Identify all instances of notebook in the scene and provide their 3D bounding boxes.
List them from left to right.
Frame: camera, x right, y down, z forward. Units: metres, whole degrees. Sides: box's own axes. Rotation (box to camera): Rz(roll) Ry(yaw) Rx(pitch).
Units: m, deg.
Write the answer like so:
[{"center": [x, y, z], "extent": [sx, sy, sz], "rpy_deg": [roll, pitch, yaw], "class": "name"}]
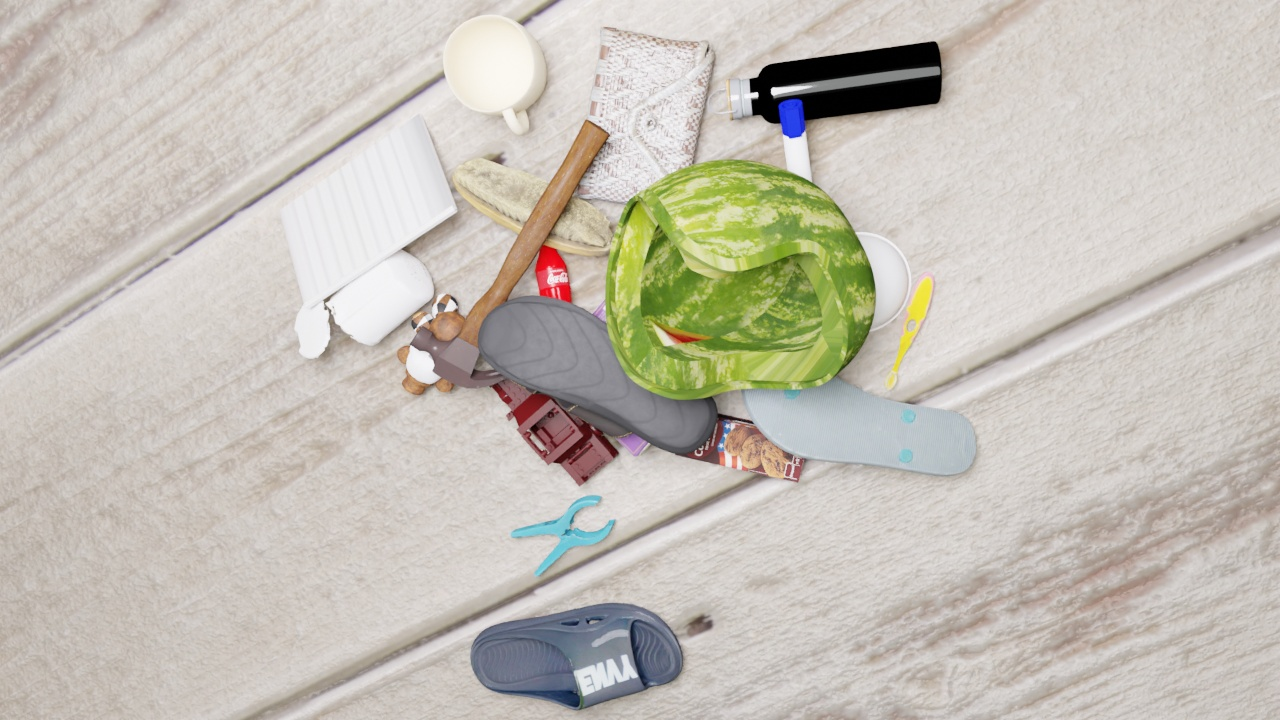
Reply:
[{"center": [-0.311, -0.168, 1.032], "extent": [0.210, 0.009, 0.142], "rpy_deg": [-30, 64, 13], "class": "notebook"}]

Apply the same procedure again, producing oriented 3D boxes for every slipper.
[{"center": [-0.086, 0.359, 1.097], "extent": [0.268, 0.083, 0.111], "rpy_deg": [-8, 98, 12], "class": "slipper"}, {"center": [-0.044, 0.015, 0.972], "extent": [0.268, 0.075, 0.113], "rpy_deg": [26, 93, 2], "class": "slipper"}, {"center": [0.230, 0.075, 0.994], "extent": [0.268, 0.055, 0.098], "rpy_deg": [16, 72, -6], "class": "slipper"}]

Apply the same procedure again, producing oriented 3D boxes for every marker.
[{"center": [0.163, -0.201, 0.947], "extent": [0.023, 0.027, 0.133], "rpy_deg": [-9, 127, 9], "class": "marker"}]

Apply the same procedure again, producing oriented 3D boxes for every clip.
[{"center": [-0.082, 0.218, 1.098], "extent": [0.127, 0.028, 0.113], "rpy_deg": [-39, 95, 14], "class": "clip"}]

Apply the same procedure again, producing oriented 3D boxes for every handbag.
[{"center": [0.003, -0.255, 0.983], "extent": [0.124, 0.047, 0.186], "rpy_deg": [12, 102, 7], "class": "handbag"}]

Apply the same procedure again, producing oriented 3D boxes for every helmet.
[{"center": [0.101, -0.084, 0.904], "extent": [0.247, 0.242, 0.214], "rpy_deg": [5, 131, -19], "class": "helmet"}]

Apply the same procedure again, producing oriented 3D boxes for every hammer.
[{"center": [-0.127, -0.107, 0.976], "extent": [0.115, 0.033, 0.323], "rpy_deg": [30, 109, -12], "class": "hammer"}]

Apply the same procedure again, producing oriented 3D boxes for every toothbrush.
[{"center": [0.291, -0.030, 0.995], "extent": [0.021, 0.016, 0.135], "rpy_deg": [18, 103, 10], "class": "toothbrush"}]

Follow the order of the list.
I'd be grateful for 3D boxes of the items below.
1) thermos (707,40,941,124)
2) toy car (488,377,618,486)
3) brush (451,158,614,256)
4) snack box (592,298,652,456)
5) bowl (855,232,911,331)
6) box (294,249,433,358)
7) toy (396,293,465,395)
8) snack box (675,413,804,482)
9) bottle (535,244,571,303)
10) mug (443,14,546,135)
[{"center": [0.184, -0.280, 0.941], "extent": [0.231, 0.061, 0.061], "rpy_deg": [-5, 100, 10], "class": "thermos"}, {"center": [-0.105, 0.067, 1.053], "extent": [0.070, 0.061, 0.170], "rpy_deg": [-41, 92, 13], "class": "toy car"}, {"center": [-0.116, -0.168, 1.008], "extent": [0.195, 0.043, 0.059], "rpy_deg": [25, 66, 2], "class": "brush"}, {"center": [-0.006, 0.006, 1.023], "extent": [0.148, 0.040, 0.143], "rpy_deg": [44, 104, 11], "class": "snack box"}, {"center": [0.235, -0.081, 0.981], "extent": [0.110, 0.040, 0.110], "rpy_deg": [2, 101, 9], "class": "bowl"}, {"center": [-0.322, -0.059, 1.052], "extent": [0.166, 0.092, 0.083], "rpy_deg": [-39, 71, 16], "class": "box"}, {"center": [-0.235, -0.012, 1.062], "extent": [0.087, 0.067, 0.113], "rpy_deg": [37, 113, 1], "class": "toy"}, {"center": [0.114, 0.094, 1.039], "extent": [0.141, 0.031, 0.051], "rpy_deg": [12, 102, 7], "class": "snack box"}, {"center": [-0.098, -0.088, 1.033], "extent": [0.036, 0.036, 0.119], "rpy_deg": [-11, 87, 11], "class": "bottle"}, {"center": [-0.144, -0.296, 0.970], "extent": [0.096, 0.099, 0.120], "rpy_deg": [-18, 99, 10], "class": "mug"}]
